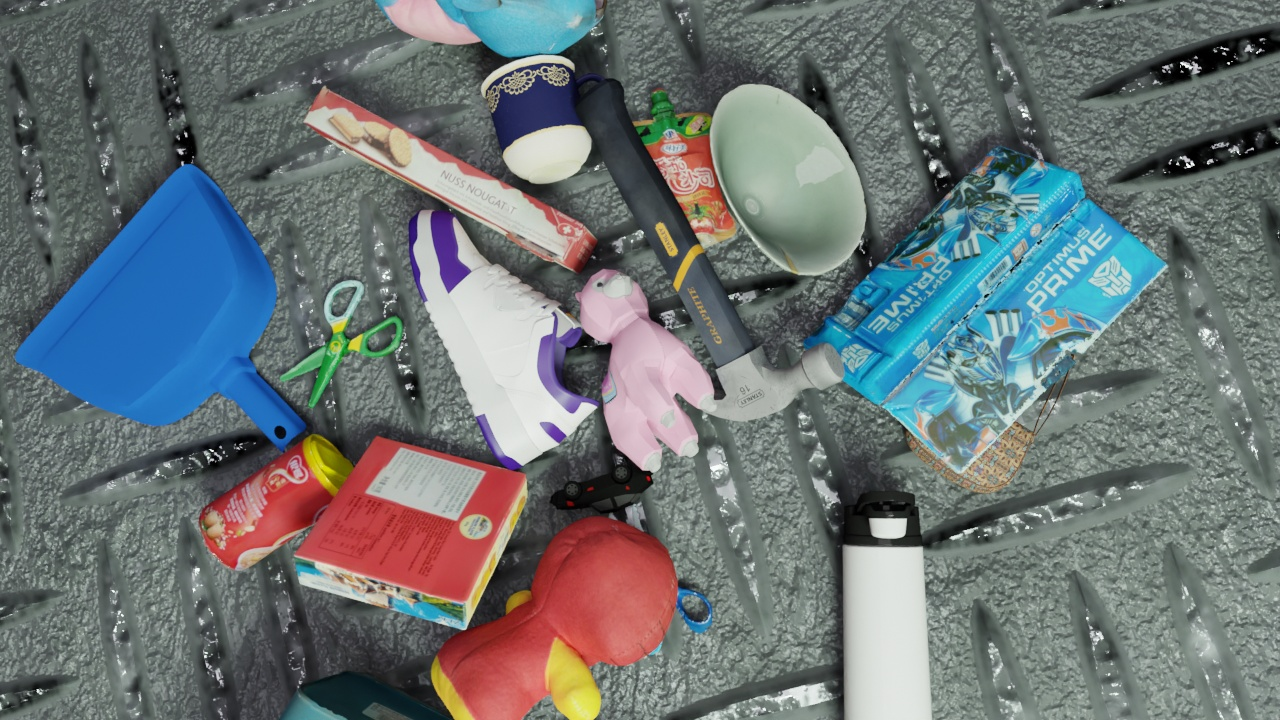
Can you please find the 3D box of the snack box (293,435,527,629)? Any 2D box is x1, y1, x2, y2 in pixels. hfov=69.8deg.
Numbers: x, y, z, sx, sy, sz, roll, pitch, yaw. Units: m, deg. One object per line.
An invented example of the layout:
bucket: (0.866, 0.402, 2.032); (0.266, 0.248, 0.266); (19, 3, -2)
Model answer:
snack box: (-0.185, 0.138, 0.763); (0.145, 0.142, 0.040); (13, 129, 7)

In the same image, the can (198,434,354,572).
can: (-0.318, 0.124, 0.808); (0.124, 0.066, 0.066); (-34, 81, 1)

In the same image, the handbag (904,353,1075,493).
handbag: (0.307, 0.015, 0.769); (0.093, 0.043, 0.195); (35, 87, 14)

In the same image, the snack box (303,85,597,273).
snack box: (-0.170, -0.159, 0.823); (0.273, 0.076, 0.044); (29, 90, 8)

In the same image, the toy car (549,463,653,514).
toy car: (-0.032, 0.115, 0.790); (0.092, 0.042, 0.036); (-19, 79, 3)

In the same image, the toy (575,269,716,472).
toy: (-0.004, 0.005, 0.768); (0.067, 0.124, 0.157); (-19, 57, -30)

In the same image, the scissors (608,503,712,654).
scissors: (0.017, 0.181, 0.795); (0.083, 0.016, 0.135); (-16, 77, 8)

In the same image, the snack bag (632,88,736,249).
snack bag: (0.033, -0.174, 0.826); (0.087, 0.044, 0.155); (-10, 75, -8)

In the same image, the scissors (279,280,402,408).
scissors: (-0.286, -0.020, 0.850); (0.131, 0.012, 0.108); (-28, 80, 1)

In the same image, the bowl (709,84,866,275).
bowl: (0.109, -0.145, 0.790); (0.174, 0.068, 0.174); (13, 66, -30)

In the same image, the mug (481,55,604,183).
mug: (-0.076, -0.212, 0.818); (0.111, 0.086, 0.089); (-15, 84, -8)

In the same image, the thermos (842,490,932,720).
thermos: (0.195, 0.219, 0.725); (0.068, 0.101, 0.229); (-1, 82, 9)

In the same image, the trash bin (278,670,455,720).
trash bin: (-0.232, 0.381, 0.713); (0.199, 0.197, 0.218); (23, 80, 7)

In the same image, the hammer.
hammer: (0.038, -0.095, 0.771); (0.140, 0.035, 0.312); (-28, 89, 32)

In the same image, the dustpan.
dustpan: (-0.406, -0.009, 0.839); (0.257, 0.059, 0.245); (40, 89, 19)

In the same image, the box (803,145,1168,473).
box: (0.274, -0.052, 0.745); (0.243, 0.060, 0.175); (-45, 60, -1)

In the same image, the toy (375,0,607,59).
toy: (-0.138, -0.313, 0.788); (0.192, 0.223, 0.099); (14, 112, 26)

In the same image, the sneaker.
sneaker: (-0.115, -0.036, 0.798); (0.111, 0.092, 0.244); (-24, 83, -1)

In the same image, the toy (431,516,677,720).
toy: (-0.064, 0.215, 0.733); (0.216, 0.099, 0.147); (-41, 45, -12)
